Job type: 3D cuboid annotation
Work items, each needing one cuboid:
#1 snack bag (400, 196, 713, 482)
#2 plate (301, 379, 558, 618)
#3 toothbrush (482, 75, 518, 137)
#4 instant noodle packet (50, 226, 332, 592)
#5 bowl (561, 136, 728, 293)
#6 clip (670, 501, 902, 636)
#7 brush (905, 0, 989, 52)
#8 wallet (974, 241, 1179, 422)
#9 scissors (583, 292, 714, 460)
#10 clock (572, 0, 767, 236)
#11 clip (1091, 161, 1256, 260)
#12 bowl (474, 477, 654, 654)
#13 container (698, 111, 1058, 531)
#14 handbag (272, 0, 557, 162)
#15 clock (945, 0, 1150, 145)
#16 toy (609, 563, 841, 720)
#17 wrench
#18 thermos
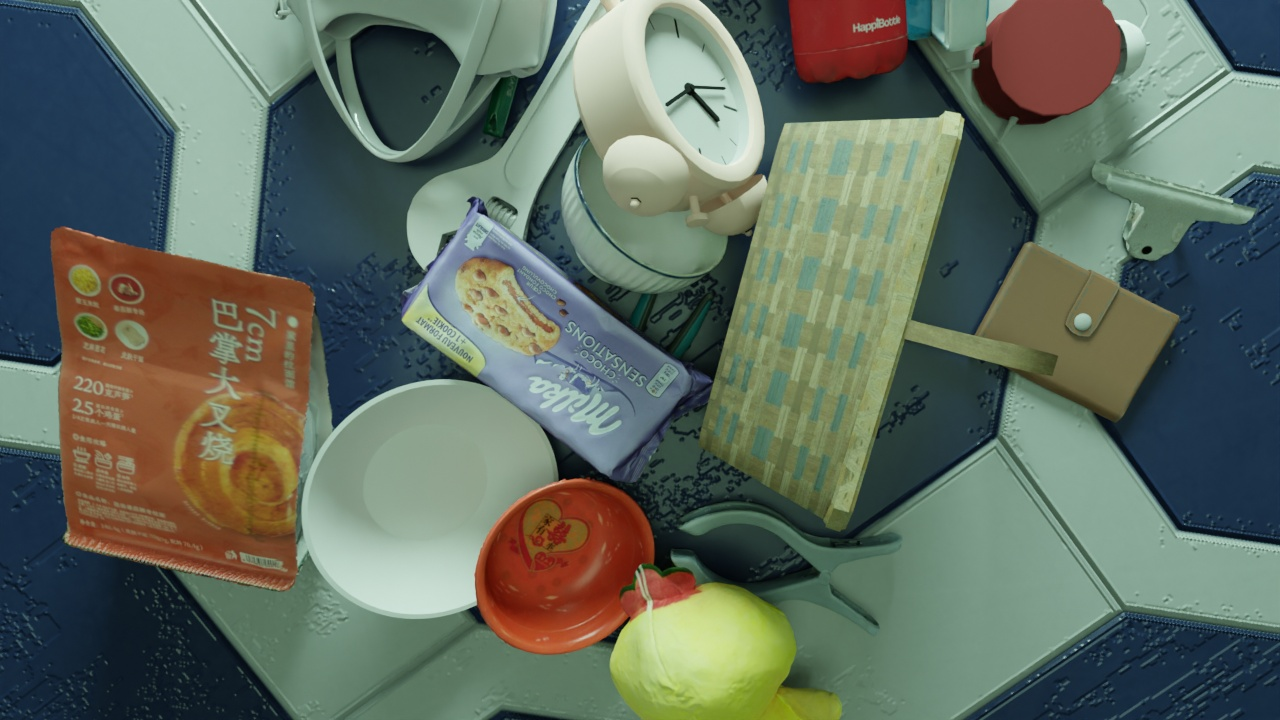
[{"bbox_3d":[-0.056,-0.010,0.621,0.205,0.058,0.096,38,101,-5],"label":"snack bag"},{"bbox_3d":[-0.146,0.092,0.642,0.173,0.036,0.174,-7,107,-22],"label":"plate"},{"bbox_3d":[-0.078,-0.246,0.625,0.016,0.017,0.190,15,90,5],"label":"toothbrush"},{"bbox_3d":[-0.290,0.031,0.591,0.164,0.083,0.221,13,123,1],"label":"instant noodle packet"},{"bbox_3d":[-0.006,-0.090,0.615,0.118,0.117,0.062,46,136,-3],"label":"bowl"},{"bbox_3d":[0.107,0.131,0.663,0.163,0.027,0.106,16,98,-1],"label":"clip"},{"bbox_3d":[0.192,-0.270,0.570,0.055,0.075,0.136,-11,126,3],"label":"brush"},{"bbox_3d":[0.306,-0.020,0.649,0.121,0.013,0.087,26,98,-1],"label":"wallet"},{"bbox_3d":[0.005,0.005,0.657,0.150,0.019,0.131,-17,94,2],"label":"scissors"},{"bbox_3d":[0.013,-0.156,0.577,0.086,0.130,0.160,-27,71,38],"label":"clock"},{"bbox_3d":[0.360,-0.104,0.635,0.102,0.054,0.057,15,61,1],"label":"clip"},{"bbox_3d":[-0.058,0.138,0.646,0.130,0.045,0.130,-6,107,-22],"label":"bowl"},{"bbox_3d":[0.160,-0.022,0.585,0.186,0.157,0.250,16,96,12],"label":"container"},{"bbox_3d":[-0.158,-0.247,0.613,0.216,0.095,0.223,18,105,13],"label":"handbag"},{"bbox_3d":[0.279,-0.209,0.615,0.124,0.044,0.087,-36,94,5],"label":"clock"},{"bbox_3d":[0.059,0.231,0.640,0.134,0.092,0.207,-32,116,21],"label":"toy"},{"bbox_3d":[-0.073,-0.174,0.643,0.087,0.018,0.273,31,94,0],"label":"wrench"},{"bbox_3d":[0.121,-0.299,0.568,0.073,0.073,0.240,-9,111,2],"label":"thermos"}]
